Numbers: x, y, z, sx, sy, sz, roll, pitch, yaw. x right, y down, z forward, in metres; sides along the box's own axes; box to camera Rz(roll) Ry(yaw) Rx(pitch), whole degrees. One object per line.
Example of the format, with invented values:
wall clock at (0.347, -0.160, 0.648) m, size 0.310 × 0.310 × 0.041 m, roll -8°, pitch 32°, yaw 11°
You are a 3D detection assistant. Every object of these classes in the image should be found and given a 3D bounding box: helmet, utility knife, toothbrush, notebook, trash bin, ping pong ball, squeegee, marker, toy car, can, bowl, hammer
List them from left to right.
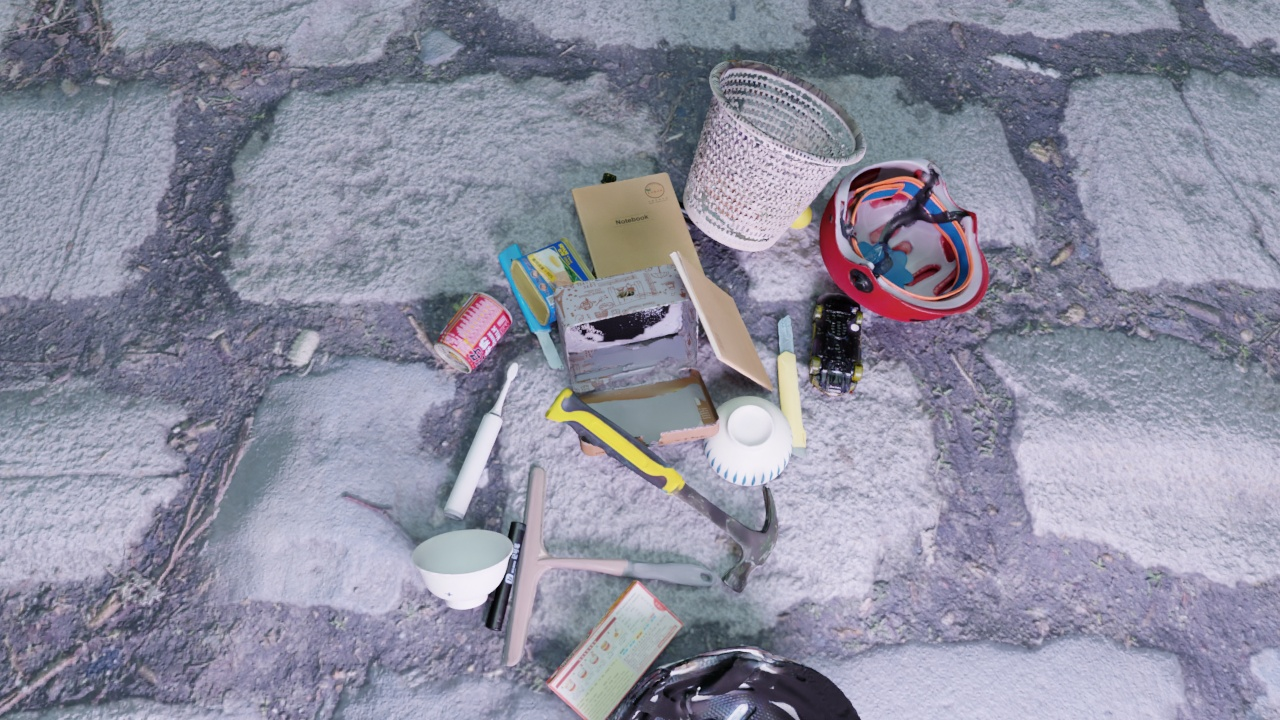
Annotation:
bowl at (-0.208, 0.254, 1.087) m, size 0.118 × 0.118 × 0.065 m, roll -3°, pitch 105°, yaw -4°
can at (-0.224, -0.037, 1.225) m, size 0.066 × 0.067 × 0.093 m, roll 31°, pitch 68°, yaw 11°
toothbrush at (-0.201, 0.099, 1.186) m, size 0.026 × 0.026 × 0.220 m, roll 28°, pitch 65°, yaw -19°
marker at (-0.163, 0.261, 1.116) m, size 0.022 × 0.020 × 0.131 m, roll -1°, pitch 66°, yaw 30°
utility knife at (-0.150, -0.073, 1.272) m, size 0.034 × 0.018 × 0.204 m, roll -21°, pitch 69°, yaw -12°
can at (-0.119, -0.107, 1.257) m, size 0.083 × 0.057 × 0.102 m, roll -26°, pitch 72°, yaw -26°
squeegee at (-0.029, 0.253, 1.118) m, size 0.249 × 0.040 × 0.247 m, roll 5°, pitch 64°, yaw -1°
notebook at (-0.004, -0.172, 1.294) m, size 0.147 × 0.008 × 0.207 m, roll -12°, pitch 64°, yaw -10°
hammer at (0.030, 0.139, 1.108) m, size 0.323 × 0.032 × 0.126 m, roll 37°, pitch 86°, yaw -5°
toothbrush at (0.039, -0.229, 1.345) m, size 0.213 × 0.027 × 0.026 m, roll 24°, pitch 28°, yaw 8°
helmet at (0.088, 0.432, 0.977) m, size 0.273 × 0.157 × 0.229 m, roll -1°, pitch 64°, yaw -15°
notebook at (0.109, -0.045, 1.175) m, size 0.012 × 0.211 × 0.149 m, roll -29°, pitch 67°, yaw 17°
bowl at (0.139, 0.096, 1.175) m, size 0.116 × 0.066 × 0.116 m, roll -1°, pitch 66°, yaw 2°
trash bin at (0.161, -0.266, 1.255) m, size 0.227 × 0.193 × 0.227 m, roll 16°, pitch 42°, yaw -15°
utility knife at (0.202, 0.032, 1.238) m, size 0.031 × 0.021 × 0.206 m, roll 0°, pitch 73°, yaw -4°
ping pong ball at (0.230, -0.212, 1.338) m, size 0.040 × 0.040 × 0.040 m, roll 1°, pitch 65°, yaw -2°
toy car at (0.268, -0.024, 1.253) m, size 0.070 × 0.042 × 0.157 m, roll 10°, pitch 61°, yaw 2°
helmet at (0.348, -0.146, 1.260) m, size 0.206 × 0.144 × 0.240 m, roll -28°, pitch 80°, yaw -22°

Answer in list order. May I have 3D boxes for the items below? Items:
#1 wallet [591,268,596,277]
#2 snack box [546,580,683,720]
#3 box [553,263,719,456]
wallet at (-0.017, -0.162, 1.311) m, size 0.090 × 0.033 × 0.115 m, roll 9°, pitch 64°, yaw -1°
snack box at (-0.029, 0.341, 1.067) m, size 0.077 × 0.027 × 0.155 m, roll 43°, pitch 75°, yaw -1°
box at (-0.006, 0.008, 1.160) m, size 0.183 × 0.157 × 0.193 m, roll -13°, pitch 46°, yaw -7°
